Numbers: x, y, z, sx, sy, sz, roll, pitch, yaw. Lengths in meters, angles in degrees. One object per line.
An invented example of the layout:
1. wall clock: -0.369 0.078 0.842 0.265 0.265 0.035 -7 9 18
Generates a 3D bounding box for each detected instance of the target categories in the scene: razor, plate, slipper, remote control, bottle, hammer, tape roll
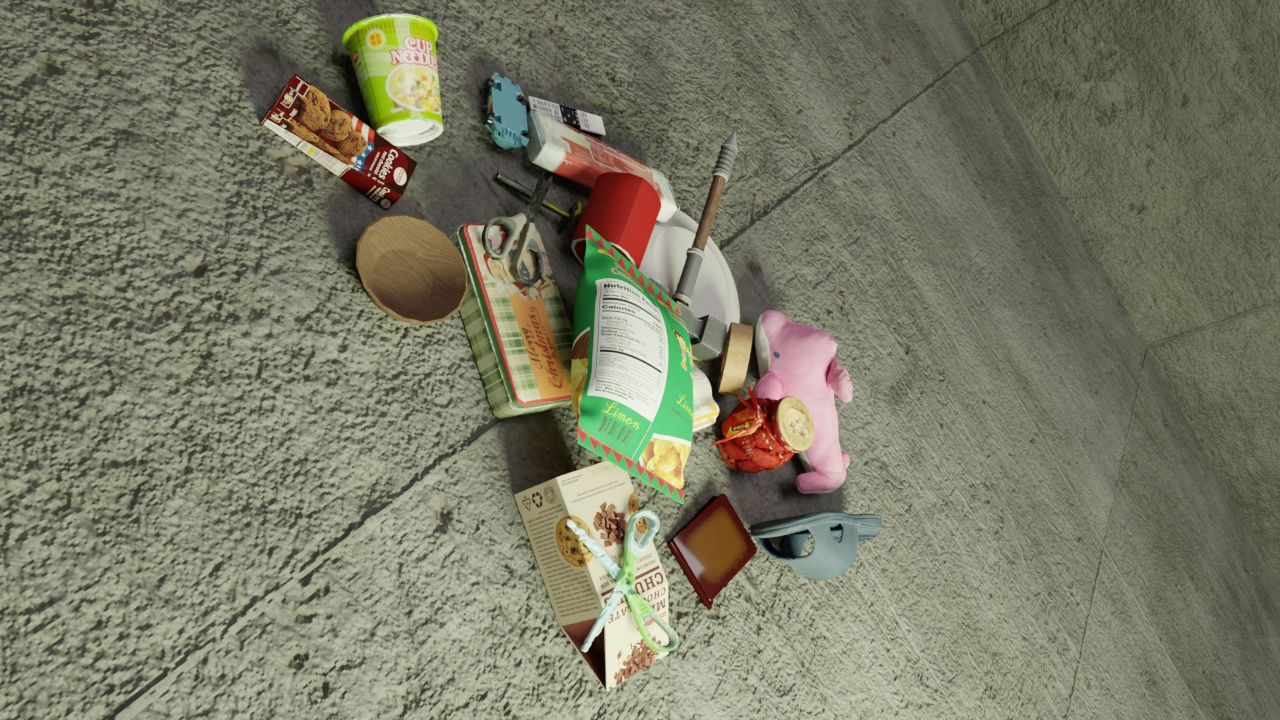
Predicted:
1. razor: -0.123 -0.191 1.074 0.106 0.043 0.026 28 53 -22
2. plate: 0.061 -0.111 1.228 0.229 0.021 0.229 23 55 -37
3. slipper: 0.231 0.238 1.176 0.263 0.101 0.082 11 70 -50
4. remote control: -0.095 -0.311 1.178 0.124 0.012 0.028 2 69 -46
5. bottle: 0.053 0.032 1.116 0.063 0.063 0.108 -7 74 -48
6. hammer: 0.082 -0.169 1.191 0.156 0.043 0.321 29 65 -26
7. bottle: 0.148 0.089 1.150 0.098 0.111 0.098 18 61 -37
8. tape roll: 0.121 -0.001 1.181 0.027 0.094 0.093 11 54 1

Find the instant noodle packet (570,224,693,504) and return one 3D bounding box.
1. instant noodle packet: -0.006 0.006 0.986 0.195 0.090 0.252 37 45 -47

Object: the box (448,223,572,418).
1. box: -0.130 -0.046 0.976 0.117 0.050 0.205 -8 77 -47

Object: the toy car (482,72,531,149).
1. toy car: -0.162 -0.291 1.085 0.060 0.028 0.107 22 45 -38

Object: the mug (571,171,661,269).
1. mug: -0.023 -0.153 1.110 0.116 0.080 0.096 57 47 -57

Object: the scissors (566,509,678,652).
1. scissors: -0.016 0.211 0.880 0.171 0.021 0.171 54 46 -16

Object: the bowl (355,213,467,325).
1. bowl: -0.229 -0.085 0.902 0.117 0.030 0.117 18 59 -34

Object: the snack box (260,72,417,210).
1. snack box: -0.294 -0.213 0.904 0.141 0.032 0.050 36 48 -29

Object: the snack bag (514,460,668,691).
1. snack bag: -0.038 0.212 0.920 0.094 0.070 0.206 -13 80 -48

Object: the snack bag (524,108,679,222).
1. snack bag: -0.048 -0.243 1.161 0.225 0.041 0.077 19 40 -40

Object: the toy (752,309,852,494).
1. toy: 0.237 0.049 1.251 0.186 0.128 0.265 -14 86 -52

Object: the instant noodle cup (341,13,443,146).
1. instant noodle cup: -0.249 -0.285 0.948 0.098 0.099 0.108 -7 83 -48

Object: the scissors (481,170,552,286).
1. scissors: -0.117 -0.145 0.999 0.169 0.013 0.132 -34 98 -54

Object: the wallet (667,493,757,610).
1. wallet: 0.086 0.224 1.088 0.115 0.018 0.091 -35 97 -45
